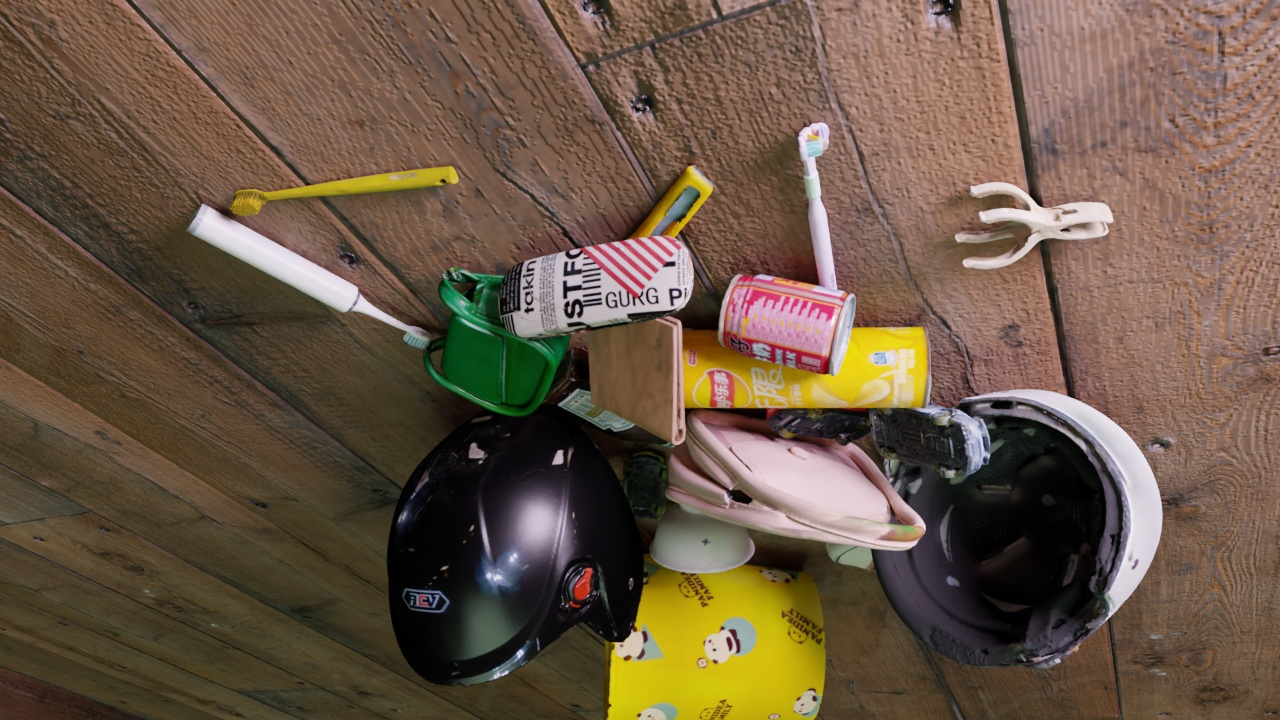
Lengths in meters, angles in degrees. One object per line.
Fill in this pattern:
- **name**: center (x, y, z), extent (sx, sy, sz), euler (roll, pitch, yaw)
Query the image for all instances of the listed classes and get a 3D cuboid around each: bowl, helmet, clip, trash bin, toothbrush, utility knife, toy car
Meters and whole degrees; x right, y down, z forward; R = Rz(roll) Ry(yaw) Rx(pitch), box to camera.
- **bowl**: center (0.068, 0.181, 1.025), extent (0.118, 0.118, 0.065), euler (0, 105, 11)
- **helmet**: center (-0.132, 0.174, 0.895), extent (0.234, 0.273, 0.230), euler (-1, 117, 31)
- **clip**: center (0.269, -0.090, 0.651), extent (0.102, 0.035, 0.095), euler (11, 141, -18)
- **helmet**: center (0.347, 0.141, 0.827), extent (0.156, 0.230, 0.275), euler (-11, 144, -30)
- **trash bin**: center (0.084, 0.354, 1.153), extent (0.255, 0.229, 0.230), euler (3, 145, -3)
- **toothbrush**: center (-0.275, -0.066, 0.786), extent (0.221, 0.026, 0.026), euler (31, 117, -30)
- **toothbrush**: center (0.135, -0.096, 0.678), extent (0.021, 0.029, 0.189), euler (36, 162, 34)
- **utility knife**: center (0.008, -0.095, 0.702), extent (0.033, 0.015, 0.157), euler (19, 143, -20)
- **toy car**: center (0.243, 0.063, 0.782), extent (0.036, 0.054, 0.121), euler (-17, -168, -25)
- **toy car**: center (0.004, 0.135, 1.013), extent (0.048, 0.032, 0.105), euler (6, 133, 2)
- **toy car**: center (0.170, 0.047, 0.845), extent (0.120, 0.045, 0.053), euler (13, 146, -30)
- **toothbrush**: center (-0.228, -0.128, 0.698), extent (0.190, 0.016, 0.016), euler (-3, 143, 15)

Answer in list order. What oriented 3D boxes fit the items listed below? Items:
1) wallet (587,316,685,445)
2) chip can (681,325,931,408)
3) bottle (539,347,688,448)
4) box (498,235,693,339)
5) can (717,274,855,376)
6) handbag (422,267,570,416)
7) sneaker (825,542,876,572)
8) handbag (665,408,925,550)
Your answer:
- **wallet**: center (-0.005, 0.004, 0.768), extent (0.101, 0.020, 0.115), euler (23, 128, 38)
- **chip can**: center (0.131, 0.007, 0.776), extent (0.213, 0.071, 0.072), euler (0, 144, 10)
- **bottle**: center (0.000, 0.051, 0.886), extent (0.194, 0.044, 0.080), euler (25, 141, -25)
- **box**: center (-0.038, -0.055, 0.697), extent (0.164, 0.068, 0.052), euler (-11, 154, 24)
- **can**: center (0.114, -0.030, 0.717), extent (0.094, 0.066, 0.067), euler (14, 148, 19)
- **handbag**: center (-0.125, -0.018, 0.799), extent (0.120, 0.067, 0.132), euler (21, 144, -7)
- **sneaker**: center (0.333, 0.233, 1.040), extent (0.241, 0.087, 0.118), euler (4, 145, 3)
- **handbag**: center (0.146, 0.120, 0.802), extent (0.193, 0.093, 0.234), euler (12, -174, -21)
